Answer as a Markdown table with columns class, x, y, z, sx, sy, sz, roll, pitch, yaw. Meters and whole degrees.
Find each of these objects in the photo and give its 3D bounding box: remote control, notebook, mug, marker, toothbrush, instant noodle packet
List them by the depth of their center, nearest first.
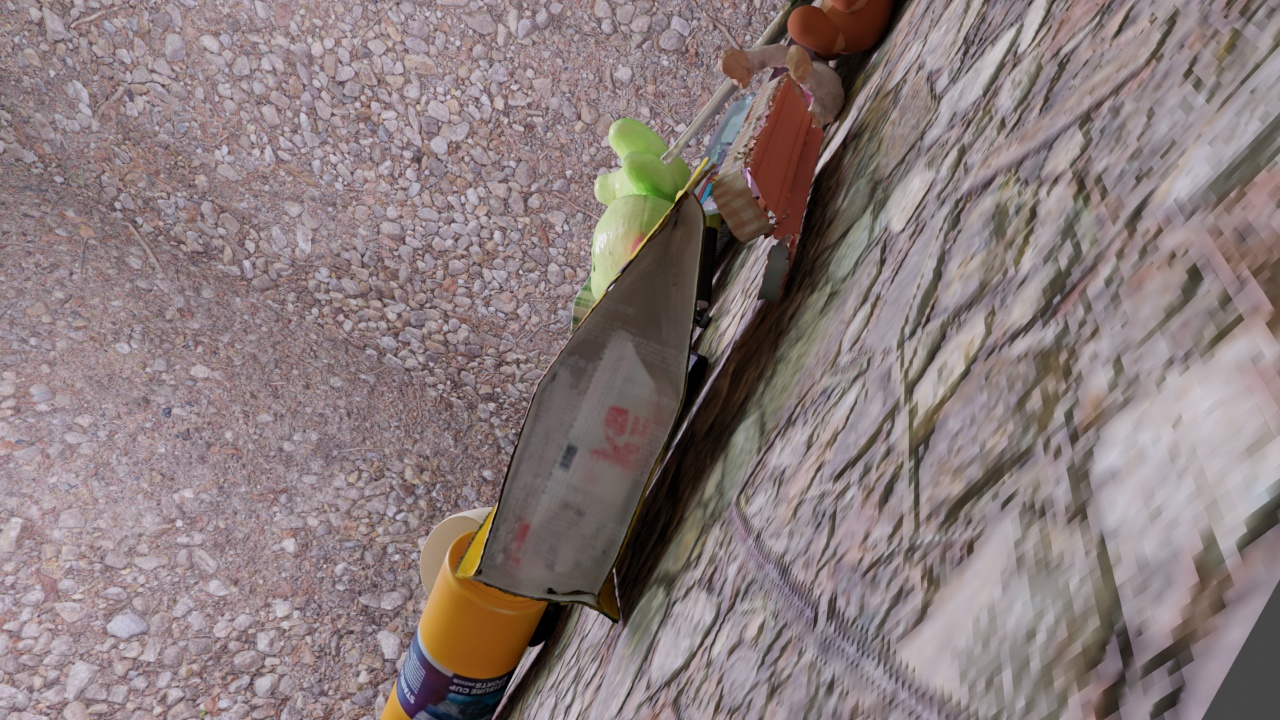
| class | x | y | z | sx | sy | sz | roll | pitch | yaw |
| --- | --- | --- | --- | --- | --- | --- | --- | --- | --- |
| instant noodle packet | -0.011 | 0.008 | 0.491 | 0.163 | 0.084 | 0.221 | -117 | 49 | -88 |
| remote control | -0.063 | 0.163 | 0.706 | 0.151 | 0.020 | 0.041 | -75 | 10 | -71 |
| notebook | 0.118 | -0.283 | 0.791 | 0.182 | 0.010 | 0.251 | -44 | 7 | 48 |
| toothbrush | 0.048 | -0.039 | 0.804 | 0.013 | 0.013 | 0.167 | -61 | 1 | 4 |
| marker | 0.061 | -0.104 | 0.811 | 0.021 | 0.017 | 0.123 | -7 | 63 | 30 |
| mug | -0.121 | 0.172 | 0.822 | 0.120 | 0.096 | 0.099 | -46 | -21 | 19 |

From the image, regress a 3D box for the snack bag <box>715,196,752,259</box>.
| class | x | y | z | sx | sy | sz | roll | pitch | yaw |
| --- | --- | --- | --- | --- | --- | --- | --- | --- | --- |
| snack bag | 0.092 | -0.152 | 0.904 | 0.209 | 0.066 | 0.138 | -44 | 9 | 45 |

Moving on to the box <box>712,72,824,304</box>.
| class | x | y | z | sx | sy | sz | roll | pitch | yaw |
| --- | --- | --- | --- | --- | --- | --- | --- | --- | --- |
| box | 0.080 | -0.103 | 0.517 | 0.042 | 0.082 | 0.186 | -23 | 22 | 30 |

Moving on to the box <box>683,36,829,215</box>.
| class | x | y | z | sx | sy | sz | roll | pitch | yaw |
| --- | --- | --- | --- | --- | --- | --- | --- | --- | --- |
| box | 0.112 | -0.205 | 0.799 | 0.147 | 0.077 | 0.201 | -50 | 10 | 50 |

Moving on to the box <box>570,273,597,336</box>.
| class | x | y | z | sx | sy | sz | roll | pitch | yaw |
| --- | --- | --- | --- | --- | --- | --- | --- | --- | --- |
| box | -0.040 | -0.005 | 0.984 | 0.117 | 0.051 | 0.206 | -66 | -13 | -52 |

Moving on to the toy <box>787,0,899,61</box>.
| class | x | y | z | sx | sy | sz | roll | pitch | yaw |
| --- | --- | --- | --- | --- | --- | --- | --- | --- | --- |
| toy | 0.158 | -0.268 | 0.663 | 0.095 | 0.065 | 0.127 | -45 | 9 | 47 |

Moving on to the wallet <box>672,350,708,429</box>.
| class | x | y | z | sx | sy | sz | roll | pitch | yaw |
| --- | --- | --- | --- | --- | --- | --- | --- | --- | --- |
| wallet | -0.008 | 0.019 | 0.629 | 0.115 | 0.026 | 0.089 | 30 | 88 | 52 |

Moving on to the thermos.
| class | x | y | z | sx | sy | sz | roll | pitch | yaw |
| --- | --- | --- | --- | --- | --- | --- | --- | --- | --- |
| thermos | -0.142 | 0.229 | 0.654 | 0.233 | 0.091 | 0.076 | -65 | 31 | 26 |

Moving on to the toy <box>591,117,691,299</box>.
| class | x | y | z | sx | sy | sz | roll | pitch | yaw |
| --- | --- | --- | --- | --- | --- | --- | --- | --- | --- |
| toy | 0.003 | -0.122 | 0.849 | 0.150 | 0.107 | 0.196 | 112 | 156 | -58 |

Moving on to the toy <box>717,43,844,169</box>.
| class | x | y | z | sx | sy | sz | roll | pitch | yaw |
| --- | --- | --- | --- | --- | --- | --- | --- | --- | --- |
| toy | 0.108 | -0.195 | 0.659 | 0.074 | 0.085 | 0.105 | -12 | 19 | 39 |
